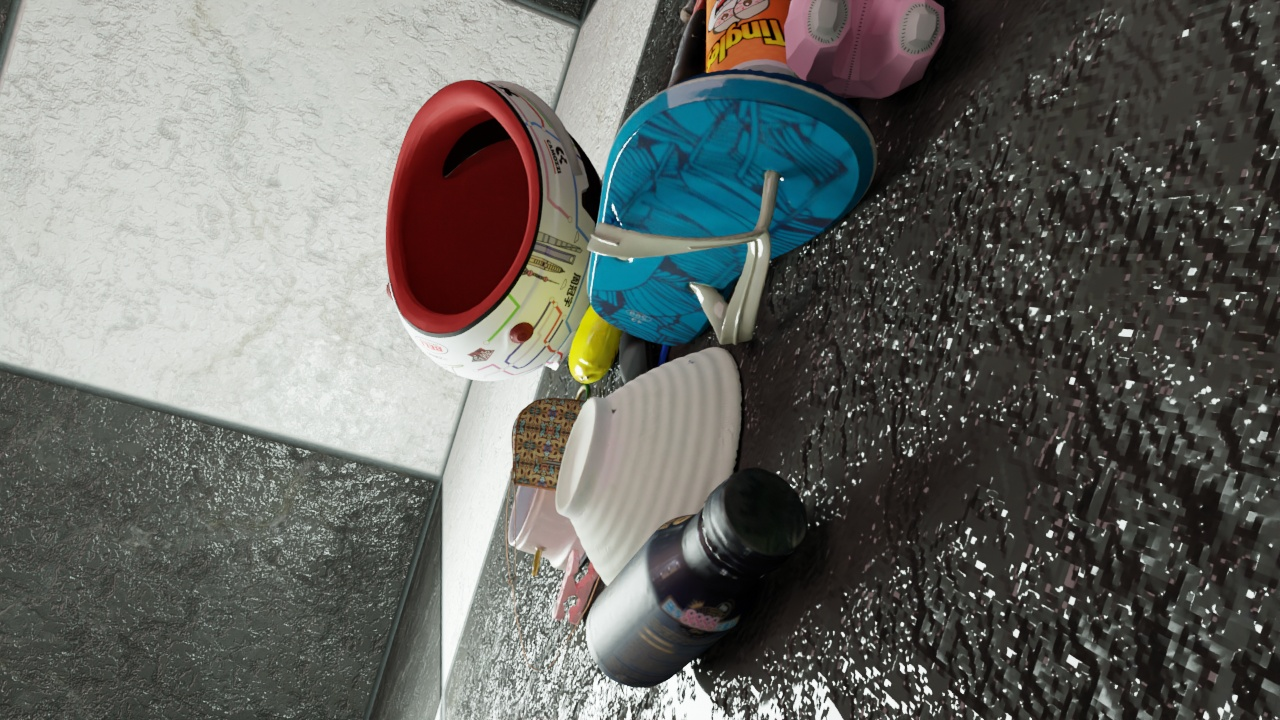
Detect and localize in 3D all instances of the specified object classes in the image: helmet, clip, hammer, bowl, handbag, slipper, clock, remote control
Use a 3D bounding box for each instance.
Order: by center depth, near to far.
[{"bbox_3d":[0.021,-0.057,0.507,0.060,0.118,0.296,-64,5,-23],"label":"slipper"},{"bbox_3d":[-0.007,0.066,0.562,0.177,0.071,0.177,-163,91,-76],"label":"bowl"},{"bbox_3d":[-0.057,0.125,0.669,0.043,0.093,0.195,122,156,-66],"label":"handbag"},{"bbox_3d":[-0.055,0.171,0.696,0.022,0.039,0.059,-145,69,-73],"label":"clip"},{"bbox_3d":[-0.004,0.004,0.712,0.140,0.021,0.045,-97,26,-70],"label":"remote control"},{"bbox_3d":[0.052,-0.280,0.741,0.325,0.036,0.141,-78,9,-48],"label":"hammer"},{"bbox_3d":[-0.063,0.096,0.773,0.117,0.058,0.158,-165,93,-76],"label":"clock"},{"bbox_3d":[-0.143,-0.133,1.004,0.235,0.231,0.315,-10,-64,-64],"label":"helmet"}]

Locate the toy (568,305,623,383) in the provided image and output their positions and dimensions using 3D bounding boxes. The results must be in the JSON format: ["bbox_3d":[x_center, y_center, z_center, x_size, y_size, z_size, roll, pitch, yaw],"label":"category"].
[{"bbox_3d":[-0.040,-0.022,0.866,0.096,0.041,0.094,133,155,-63],"label":"toy"}]

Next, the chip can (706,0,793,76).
[{"bbox_3d":[0.074,-0.219,0.598,0.062,0.062,0.209,120,161,-44],"label":"chip can"}]

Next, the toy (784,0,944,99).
[{"bbox_3d":[0.104,-0.186,0.430,0.157,0.067,0.123,-72,-10,-75],"label":"toy"}]

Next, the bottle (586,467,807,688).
[{"bbox_3d":[0.022,0.104,0.427,0.161,0.056,0.056,122,160,-48],"label":"bottle"}]

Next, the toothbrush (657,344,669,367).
[{"bbox_3d":[0.004,0.053,0.672,0.017,0.011,0.186,147,141,-70],"label":"toothbrush"}]

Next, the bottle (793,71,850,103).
[{"bbox_3d":[0.099,-0.159,0.493,0.033,0.033,0.122,133,152,-61],"label":"bottle"}]
